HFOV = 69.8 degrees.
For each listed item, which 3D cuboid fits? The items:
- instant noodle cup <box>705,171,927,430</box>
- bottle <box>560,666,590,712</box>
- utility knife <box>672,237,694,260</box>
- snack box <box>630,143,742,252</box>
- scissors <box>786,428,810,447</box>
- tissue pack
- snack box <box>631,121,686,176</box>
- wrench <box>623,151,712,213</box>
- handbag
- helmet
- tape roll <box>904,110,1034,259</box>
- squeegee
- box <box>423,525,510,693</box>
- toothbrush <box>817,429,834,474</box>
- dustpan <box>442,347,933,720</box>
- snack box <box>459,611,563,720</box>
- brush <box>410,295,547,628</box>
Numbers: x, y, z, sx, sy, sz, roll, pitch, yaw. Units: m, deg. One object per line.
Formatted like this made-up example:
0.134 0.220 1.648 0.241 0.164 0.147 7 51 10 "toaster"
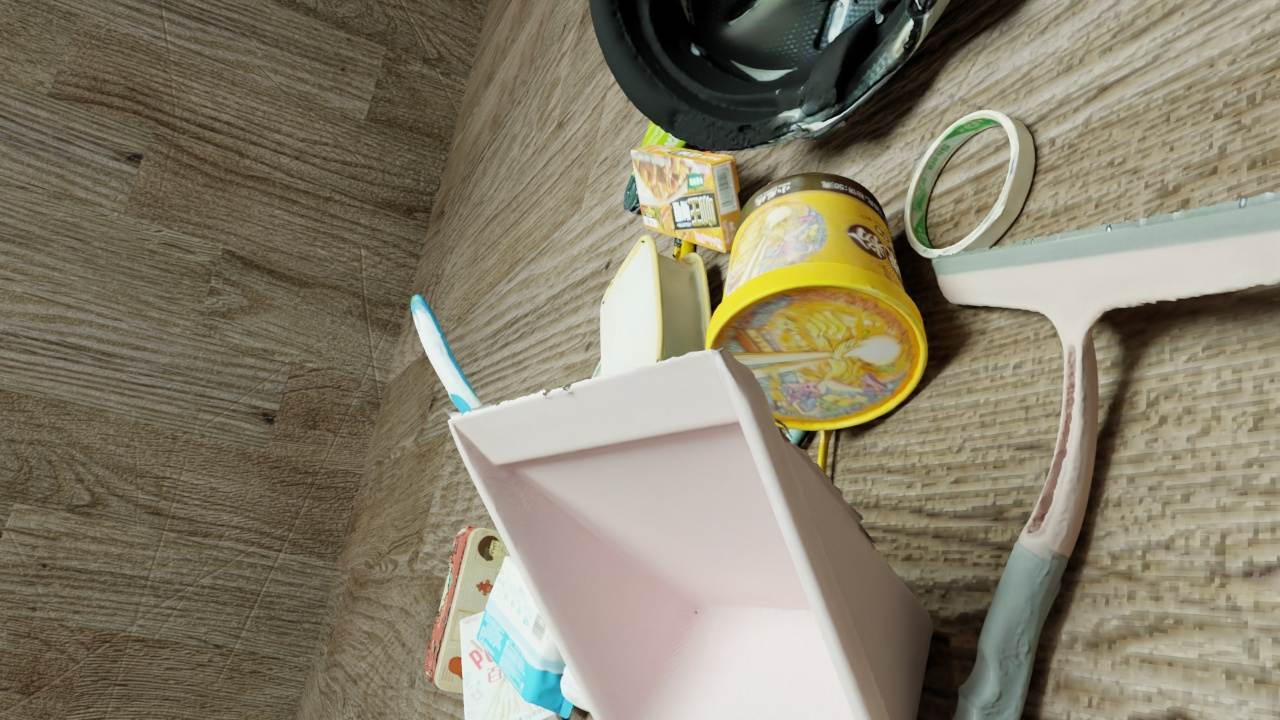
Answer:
0.100 -0.039 0.534 0.119 0.118 0.114 -51 22 43 "instant noodle cup"
0.001 0.162 0.684 0.068 0.068 0.196 -1 69 68 "bottle"
0.041 -0.109 0.853 0.033 0.015 0.195 138 143 -58 "utility knife"
0.040 -0.143 0.793 0.154 0.026 0.075 32 138 60 "snack box"
0.074 0.050 0.653 0.186 0.019 0.131 127 151 -44 "scissors"
-0.087 0.239 0.815 0.140 0.063 0.090 25 97 53 "tissue pack"
0.037 -0.252 0.911 0.086 0.026 0.156 -46 21 46 "snack box"
0.022 -0.178 0.922 0.273 0.016 0.056 -155 84 -74 "wrench"
-0.005 0.005 0.785 0.179 0.063 0.163 -50 31 42 "handbag"
0.103 -0.277 0.603 0.156 0.230 0.275 -41 3 -38 "helmet"
0.180 -0.095 0.508 0.086 0.014 0.085 -49 32 45 "tape roll"
0.165 0.071 0.387 0.248 0.040 0.249 -157 79 -83 "squeegee"
-0.173 0.267 0.988 0.080 0.091 0.168 -17 59 62 "box"
0.106 0.104 0.537 0.018 0.016 0.191 -19 56 54 "toothbrush"
0.020 0.141 0.439 0.223 0.273 0.138 -19 36 51 "dustpan"
-0.125 0.294 0.867 0.156 0.084 0.027 -114 5 -59 "snack box"
-0.100 0.078 0.765 0.061 0.109 0.314 -47 59 57 "brush"
